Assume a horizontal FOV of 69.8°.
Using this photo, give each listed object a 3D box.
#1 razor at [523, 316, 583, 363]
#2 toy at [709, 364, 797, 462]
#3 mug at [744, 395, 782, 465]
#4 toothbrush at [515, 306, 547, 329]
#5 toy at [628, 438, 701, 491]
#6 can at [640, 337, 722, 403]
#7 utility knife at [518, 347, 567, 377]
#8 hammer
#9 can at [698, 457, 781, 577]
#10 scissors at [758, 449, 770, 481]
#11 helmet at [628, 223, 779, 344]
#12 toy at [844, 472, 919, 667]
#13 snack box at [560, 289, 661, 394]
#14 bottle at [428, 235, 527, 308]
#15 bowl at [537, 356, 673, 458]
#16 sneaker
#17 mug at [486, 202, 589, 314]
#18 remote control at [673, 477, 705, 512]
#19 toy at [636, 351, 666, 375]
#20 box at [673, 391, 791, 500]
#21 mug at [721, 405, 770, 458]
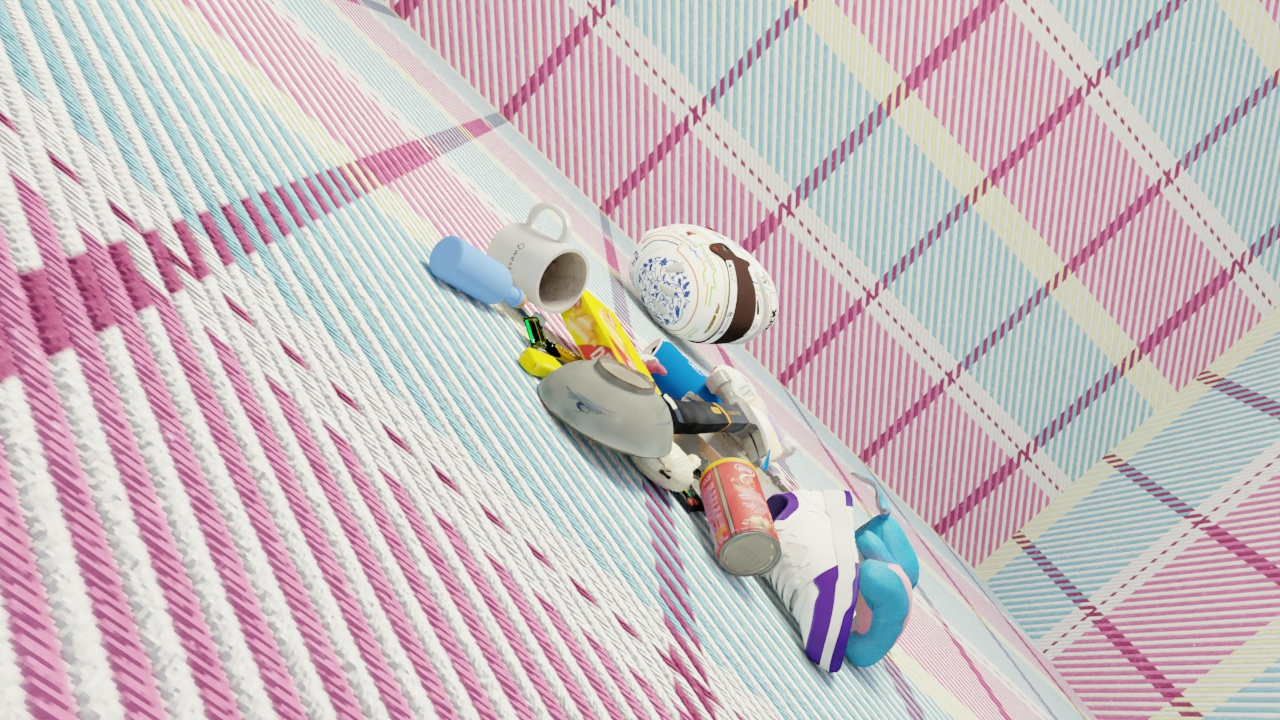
[{"bbox_3d":[-0.087,-0.007,1.080,0.144,0.021,0.044,33,29,-50],"label":"razor"},{"bbox_3d":[0.192,0.097,1.645,0.209,0.085,0.137,48,8,8],"label":"toy"},{"bbox_3d":[0.170,0.126,1.474,0.104,0.085,0.112,56,-18,10],"label":"mug"},{"bbox_3d":[-0.163,-0.082,1.093,0.132,0.016,0.021,41,-4,-24],"label":"toothbrush"},{"bbox_3d":[0.021,0.104,0.980,0.087,0.050,0.112,43,22,12],"label":"toy"},{"bbox_3d":[0.058,0.042,1.315,0.146,0.079,0.079,43,10,-11],"label":"can"},{"bbox_3d":[-0.071,0.019,1.043,0.028,0.020,0.233,55,13,22],"label":"utility knife"},{"bbox_3d":[0.084,0.065,1.136,0.139,0.035,0.312,58,17,17],"label":"hammer"},{"bbox_3d":[0.104,0.165,0.975,0.066,0.067,0.124,40,19,-26],"label":"can"},{"bbox_3d":[0.175,0.174,1.319,0.130,0.014,0.125,-39,115,-64],"label":"scissors"},{"bbox_3d":[0.121,-0.156,1.974,0.235,0.232,0.314,-16,51,-42],"label":"helmet"},{"bbox_3d":[0.281,0.253,1.091,0.191,0.099,0.224,-45,134,-67],"label":"toy"},{"bbox_3d":[-0.033,-0.001,1.111,0.092,0.042,0.200,38,17,-49],"label":"snack box"},{"bbox_3d":[-0.169,-0.088,0.997,0.048,0.048,0.131,52,12,34],"label":"bottle"},{"bbox_3d":[-0.025,0.036,0.932,0.150,0.057,0.150,24,15,-7],"label":"bowl"},{"bbox_3d":[0.176,0.226,1.006,0.111,0.092,0.243,6,32,7],"label":"sneaker"},{"bbox_3d":[-0.119,-0.130,1.105,0.096,0.120,0.083,31,20,35],"label":"mug"},{"bbox_3d":[0.072,0.157,1.068,0.045,0.021,0.140,53,16,24],"label":"remote control"},{"bbox_3d":[-0.007,0.007,1.220,0.102,0.065,0.050,5,65,-79],"label":"toy"},{"bbox_3d":[0.122,0.144,1.211,0.216,0.071,0.156,44,27,-4],"label":"box"},{"bbox_3d":[0.155,0.126,1.380,0.076,0.090,0.124,-7,77,-68],"label":"mug"}]
